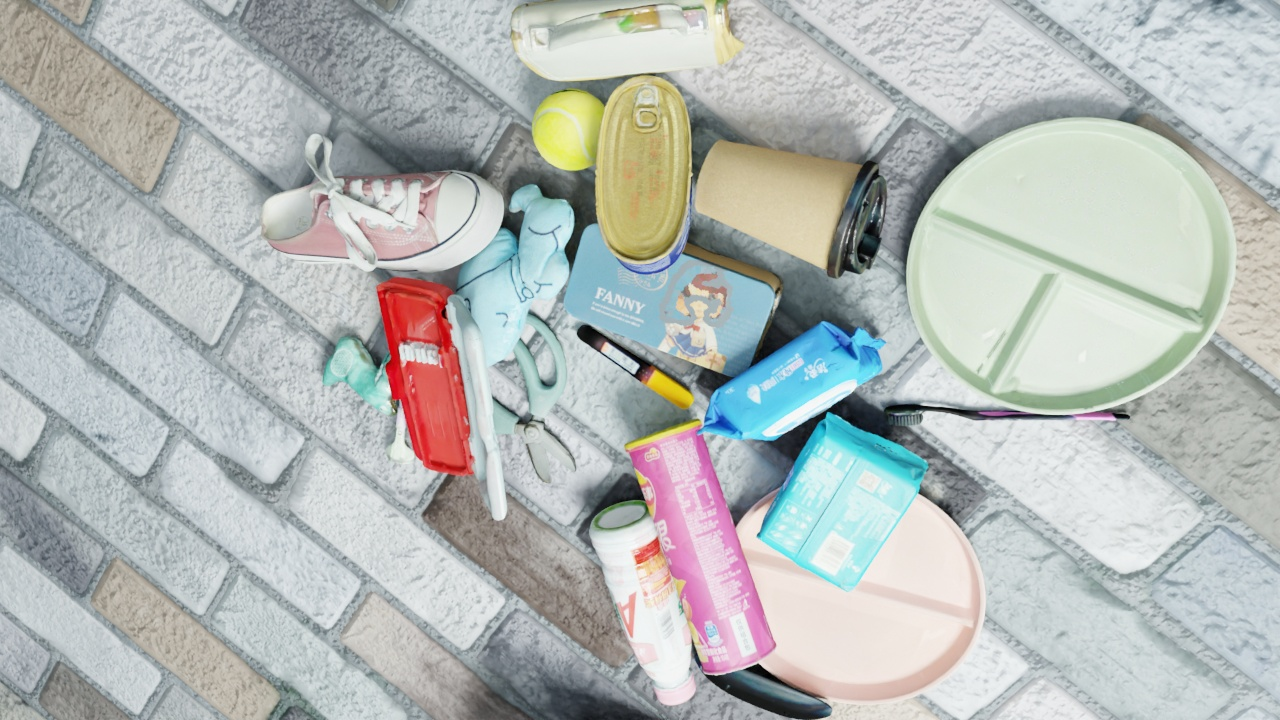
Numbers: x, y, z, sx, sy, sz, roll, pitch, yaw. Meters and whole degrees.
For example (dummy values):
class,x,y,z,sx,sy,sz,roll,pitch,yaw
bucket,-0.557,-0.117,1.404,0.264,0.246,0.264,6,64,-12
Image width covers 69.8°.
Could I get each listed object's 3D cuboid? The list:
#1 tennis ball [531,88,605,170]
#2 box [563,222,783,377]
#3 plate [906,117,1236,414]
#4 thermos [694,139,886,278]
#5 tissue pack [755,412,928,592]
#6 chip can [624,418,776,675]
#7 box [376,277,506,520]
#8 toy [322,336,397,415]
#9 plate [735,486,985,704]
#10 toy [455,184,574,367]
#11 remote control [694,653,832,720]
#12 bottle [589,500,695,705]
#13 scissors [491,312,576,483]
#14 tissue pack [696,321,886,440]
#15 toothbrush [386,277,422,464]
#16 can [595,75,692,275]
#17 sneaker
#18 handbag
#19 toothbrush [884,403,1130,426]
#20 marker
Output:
class,x,y,z,sx,sy,sz,roll,pitch,yaw
tennis ball,-0.056,-0.190,0.756,0.065,0.065,0.065,4,107,14
box,0.023,-0.058,0.776,0.184,0.063,0.090,18,109,8
plate,0.324,-0.069,0.707,0.230,0.027,0.230,4,107,14
thermos,0.120,-0.124,0.719,0.143,0.092,0.093,20,110,18
tissue pack,0.165,0.117,0.763,0.093,0.050,0.134,30,111,7
chip can,0.052,0.161,0.803,0.071,0.071,0.210,-20,87,20
box,-0.167,0.031,0.819,0.160,0.063,0.201,25,131,39
toy,-0.262,0.011,0.886,0.092,0.030,0.097,39,117,13
plate,0.187,0.204,0.825,0.230,0.028,0.230,4,107,14
toy,-0.118,-0.072,0.806,0.157,0.049,0.161,-1,86,43
remote control,0.112,0.312,0.864,0.136,0.024,0.053,17,148,17
bottle,0.009,0.231,0.865,0.068,0.068,0.197,-11,107,18
scissors,-0.131,0.043,0.872,0.172,0.019,0.177,-7,105,16
tissue pack,0.125,0.023,0.750,0.157,0.094,0.052,-34,72,22
toothbrush,-0.226,0.011,0.889,0.029,0.020,0.190,12,108,5
can,0.005,-0.143,0.719,0.075,0.049,0.148,0,83,7
sneaker,-0.241,-0.130,0.802,0.241,0.088,0.118,1,77,18
handbag,-0.012,-0.238,0.670,0.163,0.178,0.063,-1,111,14
toothbrush,0.299,0.047,0.756,0.189,0.014,0.018,1,116,15
marker,-0.005,0.005,0.828,0.124,0.015,0.018,33,110,7
